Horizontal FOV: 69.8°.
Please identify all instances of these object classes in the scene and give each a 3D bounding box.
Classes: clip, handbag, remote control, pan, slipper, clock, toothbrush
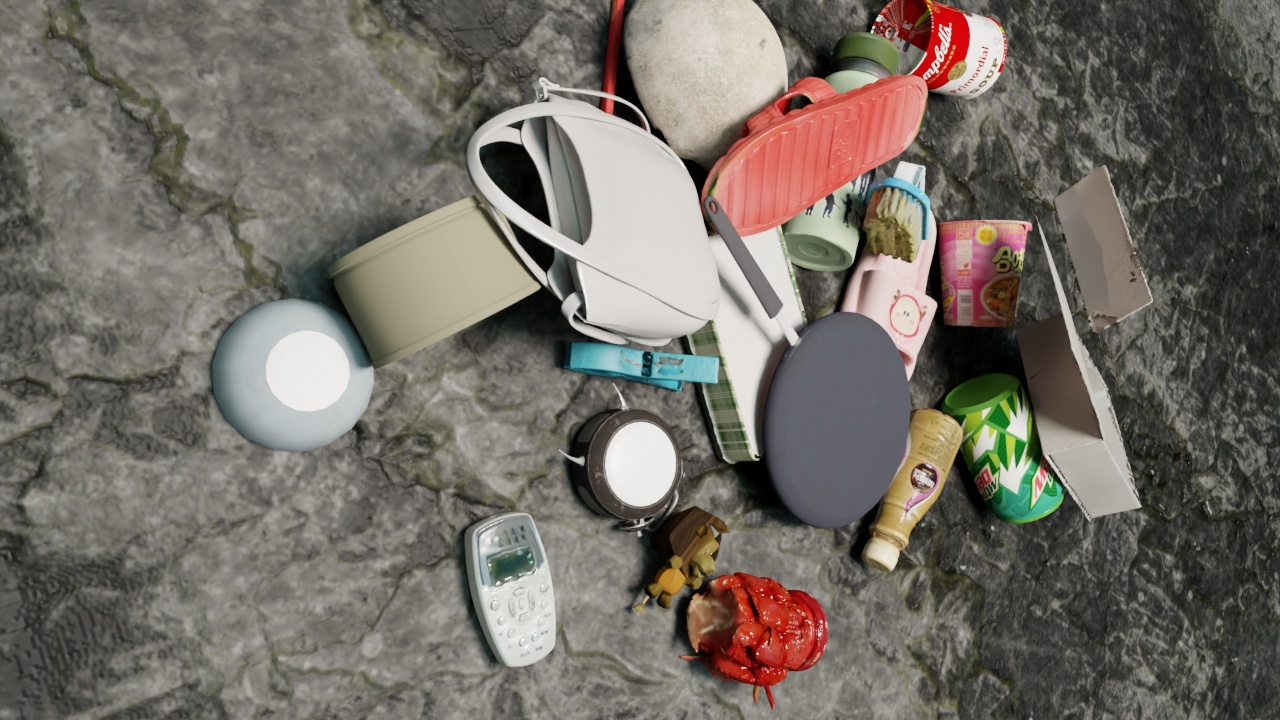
[{"bbox_3d":[0.000,0.003,0.741,0.119,0.103,0.027,9,78,-18],"label":"clip"},{"bbox_3d":[-0.045,-0.115,0.669,0.222,0.096,0.215,16,55,-48],"label":"handbag"},{"bbox_3d":[-0.097,0.173,0.692,0.060,0.028,0.114,-11,91,-33],"label":"remote control"},{"bbox_3d":[0.145,0.000,0.796,0.198,0.021,0.356,-50,122,-23],"label":"pan"},{"bbox_3d":[0.143,-0.188,0.783,0.248,0.059,0.104,-29,138,-23],"label":"slipper"},{"bbox_3d":[0.259,-0.066,0.925,0.106,0.056,0.221,27,71,-30],"label":"slipper"},{"bbox_3d":[-0.005,0.088,0.749,0.123,0.044,0.091,49,63,-19],"label":"clock"},{"bbox_3d":[-0.032,-0.228,0.779,0.017,0.012,0.212,11,80,-31],"label":"toothbrush"}]

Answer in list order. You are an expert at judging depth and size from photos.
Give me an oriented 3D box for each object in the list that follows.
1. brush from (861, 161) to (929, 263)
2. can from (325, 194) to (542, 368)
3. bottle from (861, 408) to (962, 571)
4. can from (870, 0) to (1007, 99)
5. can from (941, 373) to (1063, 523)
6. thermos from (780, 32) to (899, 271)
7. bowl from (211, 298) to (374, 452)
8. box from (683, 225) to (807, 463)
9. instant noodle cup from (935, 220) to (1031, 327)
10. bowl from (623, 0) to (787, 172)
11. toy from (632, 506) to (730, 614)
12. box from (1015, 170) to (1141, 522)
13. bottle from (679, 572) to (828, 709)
[{"bbox_3d":[0.236,-0.143,0.833,0.136,0.055,0.075,30,78,-71],"label":"brush"},{"bbox_3d":[-0.140,-0.055,0.627,0.127,0.128,0.073,-31,100,-31],"label":"can"},{"bbox_3d":[0.264,0.129,0.908,0.059,0.060,0.165,39,67,-24],"label":"bottle"},{"bbox_3d":[0.311,-0.327,0.962,0.116,0.087,0.086,0,85,-32],"label":"can"},{"bbox_3d":[0.386,0.093,0.974,0.082,0.083,0.144,-36,105,-30],"label":"can"},{"bbox_3d":[0.194,-0.204,0.886,0.082,0.082,0.231,26,72,-28],"label":"thermos"},{"bbox_3d":[-0.228,0.008,0.617,0.106,0.039,0.106,3,84,-32],"label":"bowl"},{"bbox_3d":[0.097,-0.020,0.822,0.117,0.051,0.205,-23,99,-36],"label":"box"},{"bbox_3d":[0.361,-0.090,0.975,0.097,0.098,0.108,-1,94,-33],"label":"instant noodle cup"},{"bbox_3d":[0.075,-0.255,0.788,0.178,0.081,0.178,18,64,-43],"label":"bowl"},{"bbox_3d":[0.031,0.169,0.759,0.100,0.063,0.076,-52,134,-14],"label":"toy"},{"bbox_3d":[0.432,0.004,0.919,0.368,0.099,0.165,49,35,-43],"label":"box"},{"bbox_3d":[0.095,0.234,0.779,0.111,0.099,0.099,18,76,-41],"label":"bottle"}]
